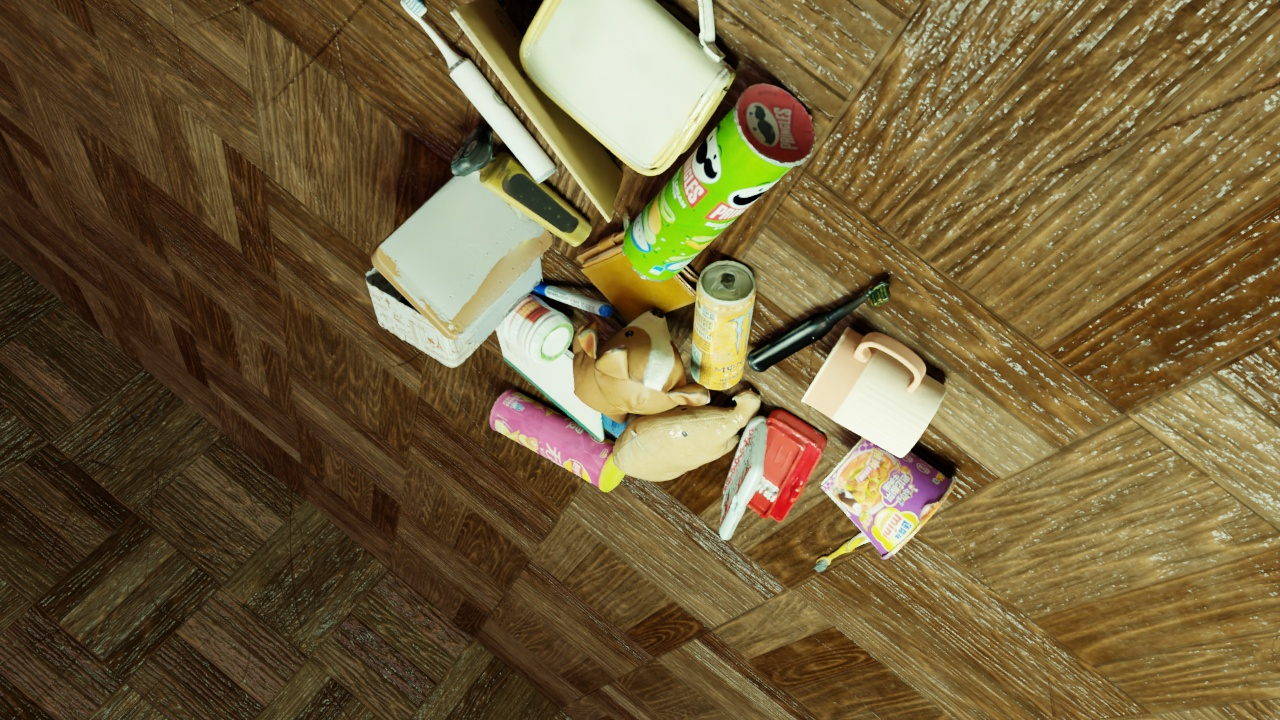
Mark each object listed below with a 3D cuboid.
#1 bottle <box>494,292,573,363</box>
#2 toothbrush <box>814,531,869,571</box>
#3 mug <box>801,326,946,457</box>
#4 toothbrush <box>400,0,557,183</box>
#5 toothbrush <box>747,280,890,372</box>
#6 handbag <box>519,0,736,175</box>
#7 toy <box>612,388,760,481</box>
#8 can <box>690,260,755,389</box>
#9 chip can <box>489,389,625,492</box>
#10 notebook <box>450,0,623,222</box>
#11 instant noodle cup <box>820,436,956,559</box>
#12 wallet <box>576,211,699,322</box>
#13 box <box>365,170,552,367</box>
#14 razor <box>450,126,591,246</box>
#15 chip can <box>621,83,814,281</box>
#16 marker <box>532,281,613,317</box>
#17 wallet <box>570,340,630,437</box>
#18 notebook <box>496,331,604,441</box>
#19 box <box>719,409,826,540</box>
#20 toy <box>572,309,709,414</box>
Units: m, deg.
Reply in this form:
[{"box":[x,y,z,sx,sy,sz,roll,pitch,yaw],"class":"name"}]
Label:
[{"box":[-0.173,-0.070,1.157,0.197,0.068,0.068,34,150,28],"class":"bottle"},{"box":[0.258,0.231,1.131,0.016,0.018,0.192,36,149,3],"class":"toothbrush"},{"box":[0.219,0.022,0.840,0.106,0.081,0.115,32,147,10],"class":"mug"},{"box":[-0.164,-0.274,0.929,0.026,0.026,0.221,-34,107,19],"class":"toothbrush"},{"box":[0.168,-0.031,0.880,0.026,0.027,0.213,6,160,-25],"class":"toothbrush"},{"box":[0.004,-0.262,0.741,0.163,0.063,0.179,41,135,-1],"class":"handbag"},{"box":[0.051,0.090,1.090,0.227,0.143,0.082,-34,66,56],"class":"toy"},{"box":[0.083,-0.033,0.940,0.058,0.058,0.146,28,148,19],"class":"can"},{"box":[-0.120,0.115,1.342,0.211,0.071,0.071,25,147,24],"class":"chip can"},{"box":[-0.083,-0.227,0.811,0.008,0.147,0.207,-32,110,17],"class":"notebook"},{"box":[0.247,0.129,0.935,0.099,0.111,0.112,44,151,14],"class":"instant noodle cup"},{"box":[-0.007,-0.094,0.981,0.119,0.035,0.131,48,149,-17],"class":"wallet"},{"box":[-0.206,-0.116,1.029,0.151,0.181,0.169,27,147,20],"class":"box"},{"box":[-0.125,-0.181,0.982,0.167,0.062,0.067,37,180,-4],"class":"razor"},{"box":[0.059,-0.146,0.807,0.072,0.072,0.237,43,150,-5],"class":"chip can"},{"box":[-0.082,-0.073,1.084,0.146,0.016,0.017,21,146,47],"class":"marker"},{"box":[-0.054,0.038,1.206,0.106,0.040,0.133,37,151,14],"class":"wallet"},{"box":[-0.128,0.008,1.228,0.209,0.012,0.151,38,152,28],"class":"notebook"},{"box":[0.137,0.147,1.076,0.095,0.099,0.202,33,149,14],"class":"box"},{"box":[-0.006,0.006,1.003,0.140,0.130,0.199,18,180,-14],"class":"toy"}]
